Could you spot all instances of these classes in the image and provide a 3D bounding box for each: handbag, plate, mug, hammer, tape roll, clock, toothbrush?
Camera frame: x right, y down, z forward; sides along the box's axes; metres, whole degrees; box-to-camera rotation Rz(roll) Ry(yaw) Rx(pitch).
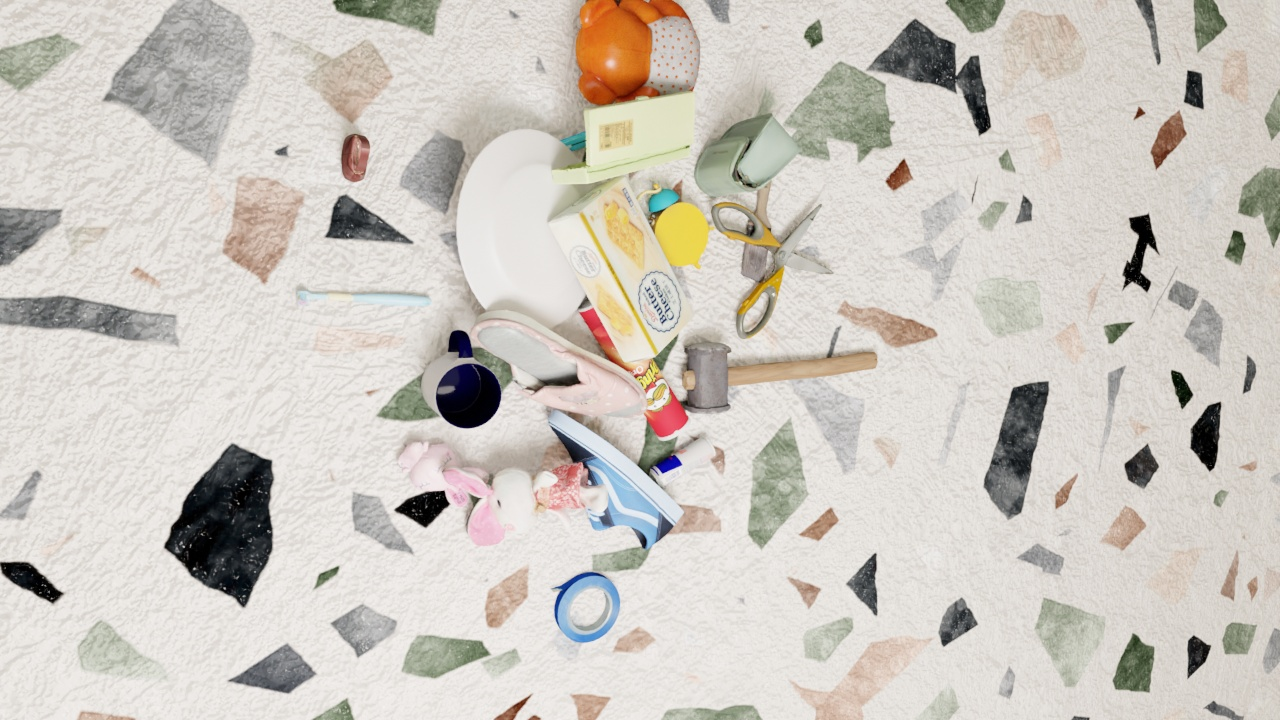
[{"bbox_3d":[-0.313,-0.230,1.023,0.029,0.120,0.055,2,96,-23],"label":"handbag"},{"bbox_3d":[0.135,-0.266,1.204,0.067,0.122,0.106,45,79,-21],"label":"handbag"},{"bbox_3d":[-0.123,-0.155,1.106,0.241,0.016,0.242,-8,101,-51],"label":"plate"},{"bbox_3d":[-0.218,0.019,1.109,0.078,0.097,0.112,-2,98,-23],"label":"mug"},{"bbox_3d":[0.207,0.015,1.317,0.327,0.052,0.098,-4,99,-25],"label":"hammer"},{"bbox_3d":[-0.072,0.338,1.256,0.091,0.016,0.093,-17,103,-20],"label":"tape roll"},{"bbox_3d":[0.038,-0.173,1.222,0.129,0.044,0.099,20,89,-31],"label":"clock"},{"bbox_3d":[-0.328,-0.073,1.095,0.154,0.016,0.022,0,129,-22],"label":"toothbrush"}]

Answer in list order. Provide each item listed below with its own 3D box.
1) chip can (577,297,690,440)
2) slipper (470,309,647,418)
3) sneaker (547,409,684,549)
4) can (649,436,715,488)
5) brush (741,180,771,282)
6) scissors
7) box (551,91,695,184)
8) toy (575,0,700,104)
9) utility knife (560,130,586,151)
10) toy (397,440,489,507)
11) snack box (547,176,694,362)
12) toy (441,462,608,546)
[{"bbox_3d":[-0.007,0.007,1.220,0.051,0.052,0.215,-37,109,-14],"label":"chip can"},{"bbox_3d":[-0.096,0.021,1.131,0.274,0.114,0.054,33,51,-38],"label":"slipper"},{"bbox_3d":[-0.049,0.168,1.209,0.241,0.083,0.098,45,79,-24],"label":"sneaker"},{"bbox_3d":[0.058,0.142,1.275,0.095,0.032,0.032,-30,107,-16],"label":"can"},{"bbox_3d":[0.167,-0.186,1.287,0.039,0.012,0.151,5,97,-24],"label":"brush"},{"bbox_3d":[0.176,-0.145,1.281,0.229,0.016,0.225,37,83,-26],"label":"scissors"},{"bbox_3d":[-0.009,-0.261,1.121,0.187,0.128,0.066,-24,69,-42],"label":"box"},{"bbox_3d":[-0.009,-0.381,1.154,0.172,0.093,0.164,-6,102,-35],"label":"toy"},{"bbox_3d":[-0.111,-0.264,1.162,0.161,0.015,0.022,-25,131,-16],"label":"utility knife"},{"bbox_3d":[-0.246,0.141,1.142,0.110,0.047,0.063,33,95,-28],"label":"toy"},{"bbox_3d":[-0.020,-0.111,1.148,0.104,0.058,0.208,-45,115,-40],"label":"snack box"},{"bbox_3d":[-0.136,0.172,1.140,0.194,0.084,0.159,-4,134,2],"label":"toy"}]
